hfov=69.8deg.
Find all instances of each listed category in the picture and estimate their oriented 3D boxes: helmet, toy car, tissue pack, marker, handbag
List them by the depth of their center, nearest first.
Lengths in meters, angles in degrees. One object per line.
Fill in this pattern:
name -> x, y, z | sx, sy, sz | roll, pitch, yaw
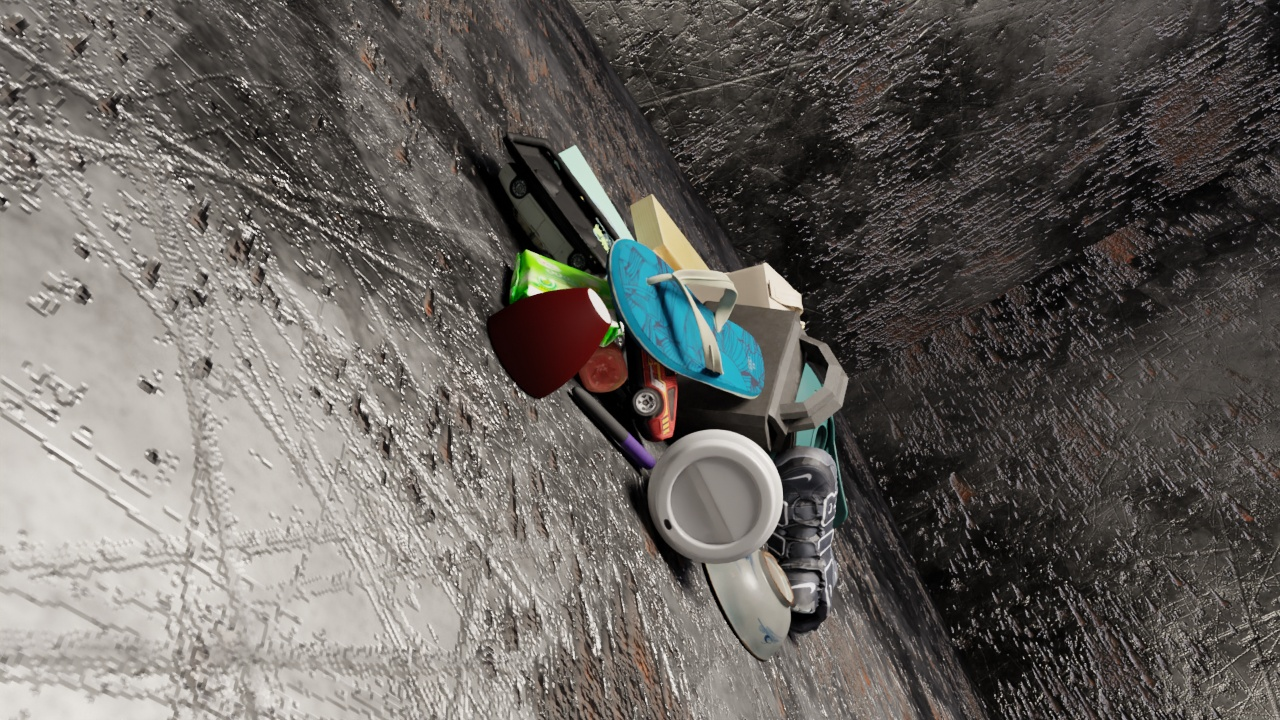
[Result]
tissue pack -> -0.075, -0.061, 0.907 | 0.114, 0.034, 0.099 | 20, 30, -18
marker -> -0.028, 0.070, 0.923 | 0.134, 0.018, 0.015 | 47, 20, -32
toy car -> 0.005, -0.006, 0.992 | 0.082, 0.056, 0.189 | 146, -65, -80
toy car -> -0.095, -0.161, 1.034 | 0.191, 0.071, 0.094 | 53, 25, 9
handbag -> 0.158, 0.025, 1.154 | 0.102, 0.200, 0.196 | 73, 32, -46
helmet -> 0.190, 0.110, 1.306 | 0.200, 0.177, 0.274 | 31, 41, -55
handbag -> 0.148, -0.062, 1.353 | 0.197, 0.195, 0.101 | 19, 62, -57

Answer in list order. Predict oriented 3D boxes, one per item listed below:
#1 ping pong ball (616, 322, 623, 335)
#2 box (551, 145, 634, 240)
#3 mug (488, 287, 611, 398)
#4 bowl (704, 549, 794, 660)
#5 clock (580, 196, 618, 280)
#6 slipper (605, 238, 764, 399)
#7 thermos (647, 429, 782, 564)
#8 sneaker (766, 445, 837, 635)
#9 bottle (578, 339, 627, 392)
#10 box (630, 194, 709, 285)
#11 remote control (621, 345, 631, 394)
ping pong ball -> -0.035, -0.049, 1.101 | 0.040, 0.040, 0.040 | 54, 14, -21
box -> -0.067, -0.241, 1.409 | 0.187, 0.052, 0.138 | 57, 20, -12
mug -> -0.067, -0.023, 0.821 | 0.087, 0.088, 0.114 | 64, 14, 20
bowl -> 0.129, 0.251, 1.015 | 0.151, 0.057, 0.150 | 53, 15, -21
clock -> -0.068, -0.139, 1.139 | 0.118, 0.060, 0.161 | 55, 18, -24
slipper -> 0.069, -0.035, 0.974 | 0.294, 0.060, 0.118 | 30, 57, -47
thermos -> 0.080, 0.130, 0.980 | 0.131, 0.131, 0.221 | 59, 6, 1
sneaker -> 0.193, 0.234, 1.121 | 0.150, 0.097, 0.253 | -73, 158, -57
bottle -> -0.048, -0.027, 0.980 | 0.134, 0.048, 0.071 | -105, 179, -53
box -> 0.070, -0.106, 1.518 | 0.247, 0.068, 0.252 | 44, 36, -45
remote control -> -0.007, 0.007, 1.129 | 0.045, 0.021, 0.140 | 55, 15, -10
